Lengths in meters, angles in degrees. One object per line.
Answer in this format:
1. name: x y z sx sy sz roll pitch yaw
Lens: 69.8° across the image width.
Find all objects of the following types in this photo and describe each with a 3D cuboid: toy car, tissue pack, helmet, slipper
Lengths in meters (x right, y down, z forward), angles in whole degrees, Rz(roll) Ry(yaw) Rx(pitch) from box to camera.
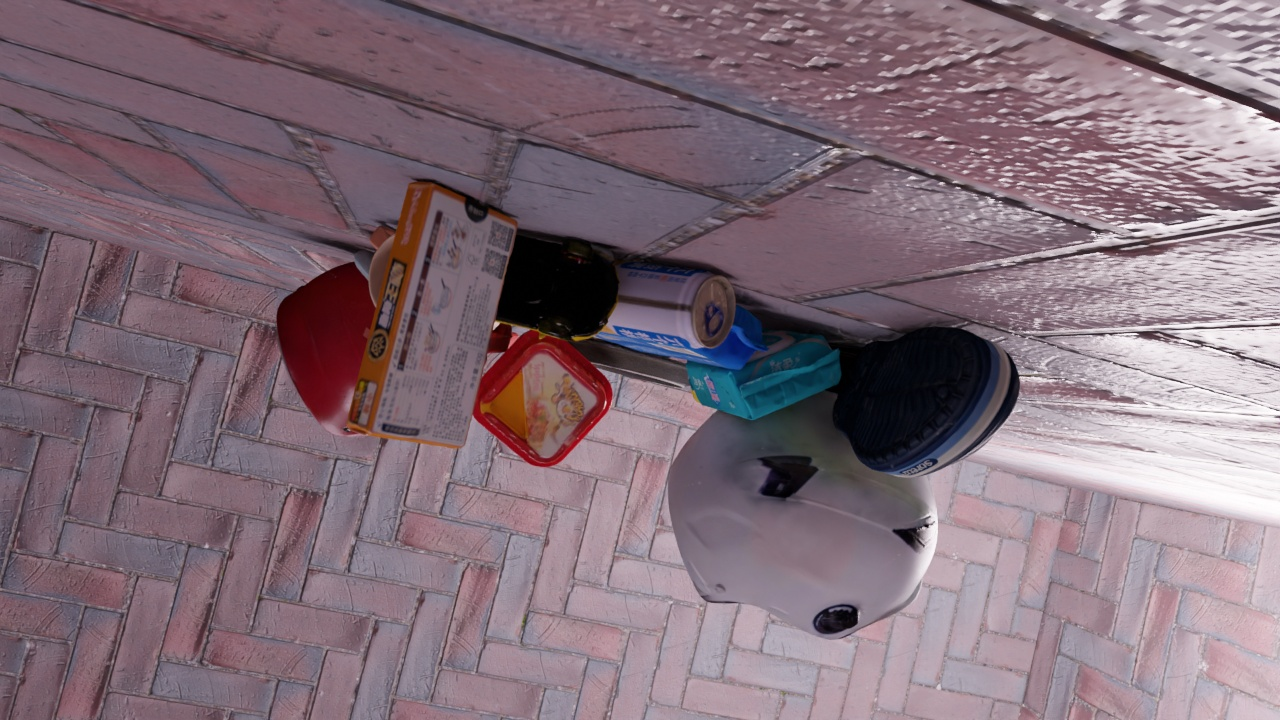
1. toy car: -0.085 -0.054 0.640 0.156 0.071 0.041 12 175 20
2. tissue pack: 0.103 0.009 0.787 0.093 0.050 0.133 -21 -170 -15
3. helmet: -0.283 -0.028 1.068 0.239 0.207 0.144 -10 164 -46
4. slipper: 0.208 0.038 0.670 0.095 0.105 0.253 21 179 -2
5. helmet: 0.160 0.111 0.821 0.258 0.146 0.228 13 -140 -6
6. tissue pack: 0.016 -0.034 0.723 0.157 0.052 0.095 11 174 37

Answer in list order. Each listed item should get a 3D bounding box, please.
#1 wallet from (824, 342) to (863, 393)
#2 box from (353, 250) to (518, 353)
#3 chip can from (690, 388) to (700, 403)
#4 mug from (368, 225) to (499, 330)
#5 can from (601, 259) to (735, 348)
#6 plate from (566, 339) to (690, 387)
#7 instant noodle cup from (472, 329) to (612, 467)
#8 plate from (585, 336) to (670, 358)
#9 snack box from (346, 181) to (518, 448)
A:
1. wallet: 0.170 0.011 0.865 0.122 0.020 0.096 12 150 37
2. box: -0.206 -0.053 0.942 0.161 0.059 0.201 33 -178 1
3. chip can: 0.172 0.044 1.259 0.222 0.072 0.072 10 175 44
4. mug: -0.179 -0.071 0.784 0.114 0.082 0.106 41 -175 14
5. can: -0.002 -0.042 0.644 0.135 0.053 0.053 11 176 37
6. plate: -0.006 0.006 0.968 0.179 0.024 0.179 13 178 0
7. instant noodle cup: -0.104 0.030 0.937 0.116 0.116 0.124 43 -179 -16
8. plate: -0.048 -0.041 0.963 0.205 0.045 0.205 14 176 1
9. snack box: -0.126 -0.025 0.566 0.026 0.153 0.075 11 176 39
